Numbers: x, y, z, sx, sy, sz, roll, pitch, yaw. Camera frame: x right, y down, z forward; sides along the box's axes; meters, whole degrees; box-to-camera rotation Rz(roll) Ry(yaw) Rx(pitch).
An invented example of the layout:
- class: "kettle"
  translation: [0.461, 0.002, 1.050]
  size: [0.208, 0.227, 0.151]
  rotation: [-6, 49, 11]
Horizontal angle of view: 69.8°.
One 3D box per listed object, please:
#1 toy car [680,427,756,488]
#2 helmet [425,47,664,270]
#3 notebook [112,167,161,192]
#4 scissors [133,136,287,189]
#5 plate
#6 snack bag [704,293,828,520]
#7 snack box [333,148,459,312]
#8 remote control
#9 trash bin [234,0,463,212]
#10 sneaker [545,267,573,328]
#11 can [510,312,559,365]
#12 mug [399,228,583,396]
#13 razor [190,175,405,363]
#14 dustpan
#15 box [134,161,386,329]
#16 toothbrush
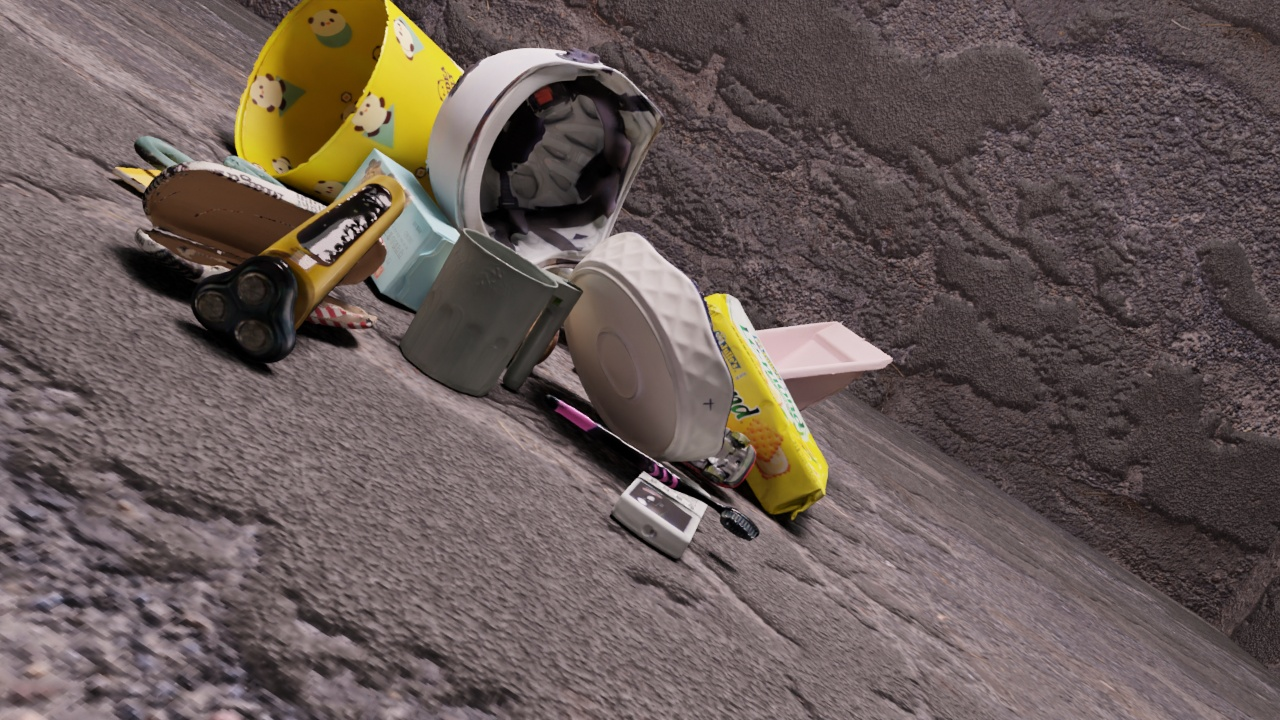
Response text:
- class: "toy car"
  translation: [0.051, 0.075, 0.860]
  size: [0.120, 0.052, 0.045]
  rotation: [31, -16, 21]
- class: "helmet"
  translation: [-0.116, -0.212, 0.918]
  size: [0.146, 0.229, 0.258]
  rotation: [37, 25, 31]
- class: "notebook"
  translation: [-0.317, -0.116, 0.766]
  size: [0.146, 0.010, 0.206]
  rotation: [33, 9, -3]
- class: "scissors"
  translation: [-0.336, -0.143, 0.755]
  size: [0.170, 0.019, 0.181]
  rotation: [40, 11, 34]
- class: "plate"
  translation: [-0.003, -0.004, 0.770]
  size: [0.045, 0.205, 0.205]
  rotation: [-24, 43, -26]
- class: "snack bag"
  translation: [0.112, 0.042, 0.938]
  size: [0.246, 0.068, 0.158]
  rotation: [62, 13, 2]
- class: "snack box"
  translation: [-0.224, -0.122, 0.846]
  size: [0.051, 0.074, 0.175]
  rotation: [32, 12, -46]
- class: "remote control"
  translation: [0.019, 0.107, 0.689]
  size: [0.058, 0.021, 0.150]
  rotation: [33, 9, 6]
- class: "trash bin"
  translation: [-0.265, -0.247, 1.014]
  size: [0.229, 0.230, 0.255]
  rotation: [40, 7, 39]
- class: "sneaker"
  translation: [-0.082, -0.058, 1.050]
  size: [0.241, 0.090, 0.090]
  rotation: [8, 51, -48]
- class: "can"
  translation: [-0.130, -0.036, 0.819]
  size: [0.116, 0.058, 0.058]
  rotation: [22, 14, -49]
- class: "mug"
  translation: [-0.112, -0.031, 0.717]
  size: [0.084, 0.103, 0.123]
  rotation: [40, 11, 39]
- class: "razor"
  translation: [-0.198, -0.067, 0.564]
  size: [0.062, 0.068, 0.167]
  rotation: [36, 43, -6]
- class: "dustpan"
  translation: [0.160, -0.012, 1.215]
  size: [0.139, 0.273, 0.222]
  rotation: [56, 0, -16]
- class: "box"
  translation: [-0.239, -0.078, 0.601]
  size: [0.076, 0.087, 0.162]
  rotation: [21, 1, 41]
- class: "toothbrush"
  translation: [0.006, 0.079, 0.679]
  size: [0.189, 0.014, 0.017]
  rotation: [32, 21, 6]
